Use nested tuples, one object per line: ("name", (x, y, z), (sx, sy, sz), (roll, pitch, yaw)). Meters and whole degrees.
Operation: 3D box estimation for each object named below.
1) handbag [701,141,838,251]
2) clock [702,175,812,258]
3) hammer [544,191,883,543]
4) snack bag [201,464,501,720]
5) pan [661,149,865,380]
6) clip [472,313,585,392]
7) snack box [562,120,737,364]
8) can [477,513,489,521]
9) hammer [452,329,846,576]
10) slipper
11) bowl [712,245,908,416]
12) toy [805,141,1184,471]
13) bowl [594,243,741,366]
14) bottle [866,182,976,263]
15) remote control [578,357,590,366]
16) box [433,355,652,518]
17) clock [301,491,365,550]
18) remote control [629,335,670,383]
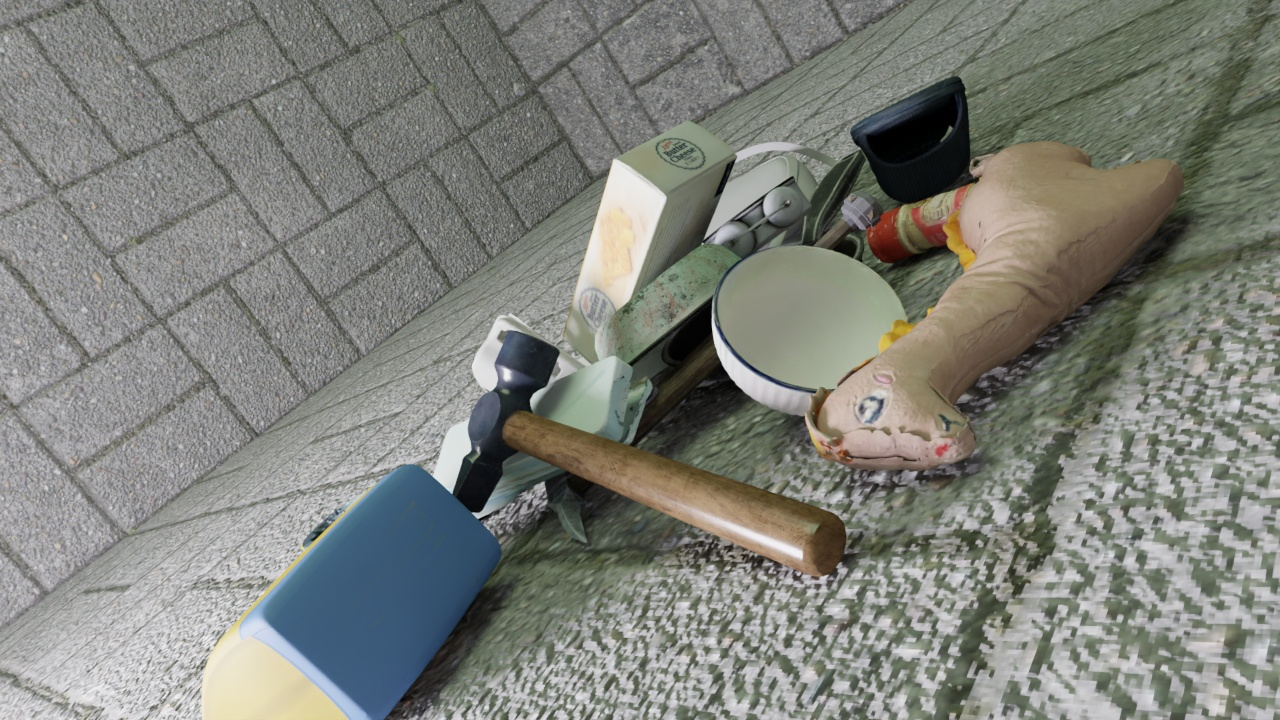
("handbag", (0.115, -0.137, 0.961), (0.216, 0.095, 0.222), (-28, 25, 21))
("clock", (0.100, -0.114, 0.775), (0.094, 0.035, 0.122), (-35, 3, 10))
("hammer", (0.050, -0.002, 0.651), (0.317, 0.028, 0.147), (-44, 23, 8))
("snack bag", (-0.209, 0.183, 0.615), (0.206, 0.102, 0.158), (-39, 9, 37))
("pan", (0.141, -0.093, 0.809), (0.188, 0.055, 0.355), (-19, 20, 44))
("clip", (-0.088, 0.028, 0.814), (0.096, 0.126, 0.153), (-54, 0, -43))
("snack box", (0.003, -0.094, 0.795), (0.104, 0.057, 0.208), (-38, -22, -41))
("can", (-0.128, 0.111, 0.781), (0.080, 0.031, 0.031), (-37, 15, -13))
("hammer", (-0.012, 0.064, 0.538), (0.322, 0.040, 0.129), (12, 78, 51))
("slipper", (0.262, -0.193, 0.851), (0.101, 0.082, 0.263), (-27, -4, 17))
("bowl", (0.100, -0.009, 0.572), (0.117, 0.118, 0.062), (-43, -25, -30))
("toy", (0.180, -0.039, 0.522), (0.264, 0.065, 0.196), (-38, 25, -11))
("bowl", (0.020, -0.042, 0.716), (0.157, 0.038, 0.157), (-39, 0, 0))
("bottle", (0.226, -0.106, 0.695), (0.109, 0.044, 0.044), (-15, 23, 51))
("remote control", (-0.070, 0.013, 1.011), (0.136, 0.011, 0.050), (-35, 15, -3))
("box", (-0.080, 0.061, 0.680), (0.200, 0.066, 0.082), (-24, 18, 36))
("clock", (-0.258, 0.157, 0.861), (0.118, 0.057, 0.083), (-41, 16, -27))
("remote control", (-0.005, 0.005, 0.870), (0.143, 0.024, 0.049), (-34, 14, -1))
